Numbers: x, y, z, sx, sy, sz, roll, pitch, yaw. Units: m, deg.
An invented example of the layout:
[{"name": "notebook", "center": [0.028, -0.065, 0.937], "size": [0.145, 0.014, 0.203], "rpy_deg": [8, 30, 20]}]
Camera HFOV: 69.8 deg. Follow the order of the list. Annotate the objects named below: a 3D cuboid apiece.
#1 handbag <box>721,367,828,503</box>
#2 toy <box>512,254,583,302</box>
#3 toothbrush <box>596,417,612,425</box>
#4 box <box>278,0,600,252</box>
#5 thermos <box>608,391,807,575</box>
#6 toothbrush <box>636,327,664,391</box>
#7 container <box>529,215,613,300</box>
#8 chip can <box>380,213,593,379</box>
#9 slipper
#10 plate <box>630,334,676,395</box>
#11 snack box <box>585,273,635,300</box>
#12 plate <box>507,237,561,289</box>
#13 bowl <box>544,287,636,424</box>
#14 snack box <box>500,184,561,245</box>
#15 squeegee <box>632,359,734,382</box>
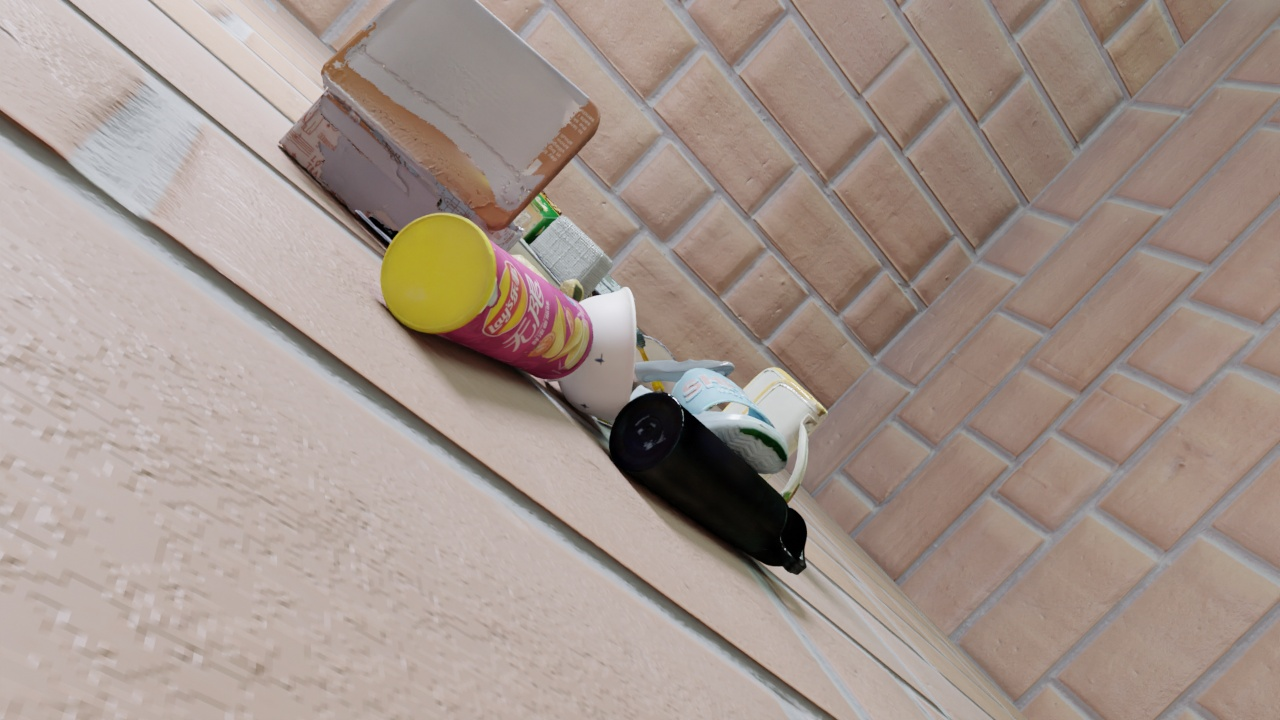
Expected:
[{"name": "handbag", "center": [0.151, 0.101, 1.106], "size": [0.063, 0.163, 0.178], "rpy_deg": [40, 5, -26]}, {"name": "toy", "center": [-0.089, -0.041, 0.881], "size": [0.066, 0.105, 0.157], "rpy_deg": [-18, 54, -36]}, {"name": "toothbrush", "center": [-0.006, 0.068, 0.902], "size": [0.016, 0.016, 0.190], "rpy_deg": [52, 5, 19]}, {"name": "box", "center": [-0.152, -0.182, 0.738], "size": [0.183, 0.193, 0.156], "rpy_deg": [44, 2, -4]}, {"name": "thermos", "center": [0.074, 0.115, 0.776], "size": [0.242, 0.068, 0.090], "rpy_deg": [41, 4, -44]}, {"name": "toothbrush", "center": [0.027, 0.040, 1.101], "size": [0.018, 0.016, 0.191], "rpy_deg": [27, -35, 63]}, {"name": "container", "center": [-0.102, -0.110, 1.144], "size": [0.090, 0.114, 0.090], "rpy_deg": [44, 3, 7]}, {"name": "chip can", "center": [-0.094, -0.035, 0.627], "size": [0.071, 0.071, 0.210], "rpy_deg": [45, 3, 16]}, {"name": "slipper", "center": [0.067, 0.051, 0.896], "size": [0.104, 0.074, 0.246], "rpy_deg": [30, -6, -25]}, {"name": "plate", "center": [0.004, 0.021, 1.170], "size": [0.164, 0.034, 0.164], "rpy_deg": [24, -25, 48]}, {"name": "snack box", "center": [-0.080, -0.085, 1.329], "size": [0.113, 0.053, 0.126], "rpy_deg": [44, -40, 4]}, {"name": "plate", "center": [-0.163, -0.145, 0.990], "size": [0.266, 0.034, 0.162], "rpy_deg": [48, 0, -32]}, {"name": "bowl", "center": [-0.046, -0.005, 0.766], "size": [0.064, 0.118, 0.118], "rpy_deg": [4, 14, -12]}, {"name": "snack box", "center": [-0.172, -0.179, 1.160], "size": [0.118, 0.117, 0.105], "rpy_deg": [45, 6, -4]}, {"name": "squeegee", "center": [-0.006, 0.006, 0.994], "size": [0.250, 0.040, 0.247], "rpy_deg": [7, -24, 41]}]
